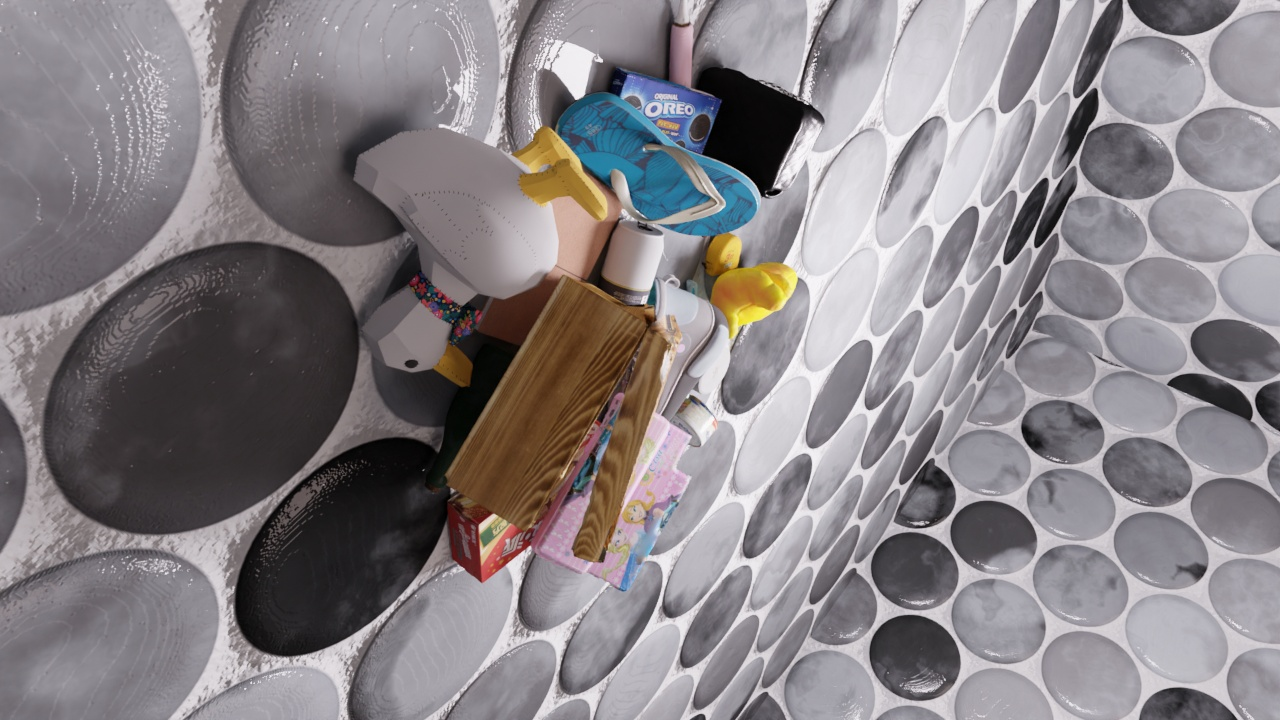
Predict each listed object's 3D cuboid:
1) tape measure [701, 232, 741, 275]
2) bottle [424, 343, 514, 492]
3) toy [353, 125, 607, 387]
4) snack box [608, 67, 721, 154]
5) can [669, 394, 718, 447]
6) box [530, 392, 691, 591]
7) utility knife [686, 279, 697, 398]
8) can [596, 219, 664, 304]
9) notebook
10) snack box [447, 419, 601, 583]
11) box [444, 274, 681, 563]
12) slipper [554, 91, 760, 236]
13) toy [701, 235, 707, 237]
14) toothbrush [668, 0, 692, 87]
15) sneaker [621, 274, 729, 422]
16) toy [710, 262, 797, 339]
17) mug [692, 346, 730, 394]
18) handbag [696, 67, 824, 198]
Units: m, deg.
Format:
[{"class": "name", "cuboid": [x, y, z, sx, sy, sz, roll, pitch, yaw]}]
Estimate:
[{"class": "tape measure", "cuboid": [0.117, -0.156, 1.320, 0.068, 0.030, 0.059, -29, 138, -47]}, {"class": "bottle", "cuboid": [-0.191, 0.068, 1.020, 0.174, 0.055, 0.055, -61, 150, 3]}, {"class": "toy", "cuboid": [-0.164, -0.104, 0.840, 0.268, 0.140, 0.247, -36, 132, 5]}, {"class": "snack box", "cuboid": [0.022, -0.275, 1.041, 0.150, 0.027, 0.082, -2, 122, -42]}, {"class": "can", "cuboid": [0.074, 0.091, 1.414, 0.043, 0.086, 0.086, -48, 148, -21]}, {"class": "box", "cuboid": [-0.020, 0.177, 1.187, 0.159, 0.035, 0.230, 32, 85, -24]}, {"class": "utility knife", "cuboid": [0.070, -0.030, 1.305, 0.022, 0.015, 0.169, 12, 80, -63]}, {"class": "can", "cuboid": [-0.013, -0.115, 1.122, 0.064, 0.064, 0.127, -12, 125, -53]}, {"class": "notebook", "cuboid": [-0.099, -0.113, 1.049, 0.141, 0.008, 0.209, 21, 98, -60]}, {"class": "snack box", "cuboid": [-0.139, 0.171, 1.183, 0.235, 0.060, 0.113, -34, 143, -38]}, {"class": "box", "cuboid": [-0.049, 0.042, 0.977, 0.247, 0.176, 0.279, -61, 178, 4]}, {"class": "slipper", "cuboid": [0.025, -0.196, 1.024, 0.118, 0.060, 0.294, -30, 143, 31]}, {"class": "toy", "cuboid": [0.089, -0.207, 1.167, 0.070, 0.103, 0.090, 37, 65, -24]}, {"class": "toothbrush", "cuboid": [0.047, -0.352, 1.044, 0.026, 0.027, 0.223, -92, -177, -50]}, {"class": "sneaker", "cuboid": [-0.007, 0.008, 1.236, 0.160, 0.093, 0.257, 31, 103, -38]}, {"class": "toy", "cuboid": [0.156, -0.095, 1.353, 0.135, 0.087, 0.193, -36, 178, 21]}, {"class": "mug", "cuboid": [0.076, 0.002, 1.356, 0.113, 0.070, 0.084, -2, 118, -58]}, {"class": "handbag", "cuboid": [0.141, -0.278, 1.135, 0.114, 0.154, 0.125, -16, 134, -55]}]
